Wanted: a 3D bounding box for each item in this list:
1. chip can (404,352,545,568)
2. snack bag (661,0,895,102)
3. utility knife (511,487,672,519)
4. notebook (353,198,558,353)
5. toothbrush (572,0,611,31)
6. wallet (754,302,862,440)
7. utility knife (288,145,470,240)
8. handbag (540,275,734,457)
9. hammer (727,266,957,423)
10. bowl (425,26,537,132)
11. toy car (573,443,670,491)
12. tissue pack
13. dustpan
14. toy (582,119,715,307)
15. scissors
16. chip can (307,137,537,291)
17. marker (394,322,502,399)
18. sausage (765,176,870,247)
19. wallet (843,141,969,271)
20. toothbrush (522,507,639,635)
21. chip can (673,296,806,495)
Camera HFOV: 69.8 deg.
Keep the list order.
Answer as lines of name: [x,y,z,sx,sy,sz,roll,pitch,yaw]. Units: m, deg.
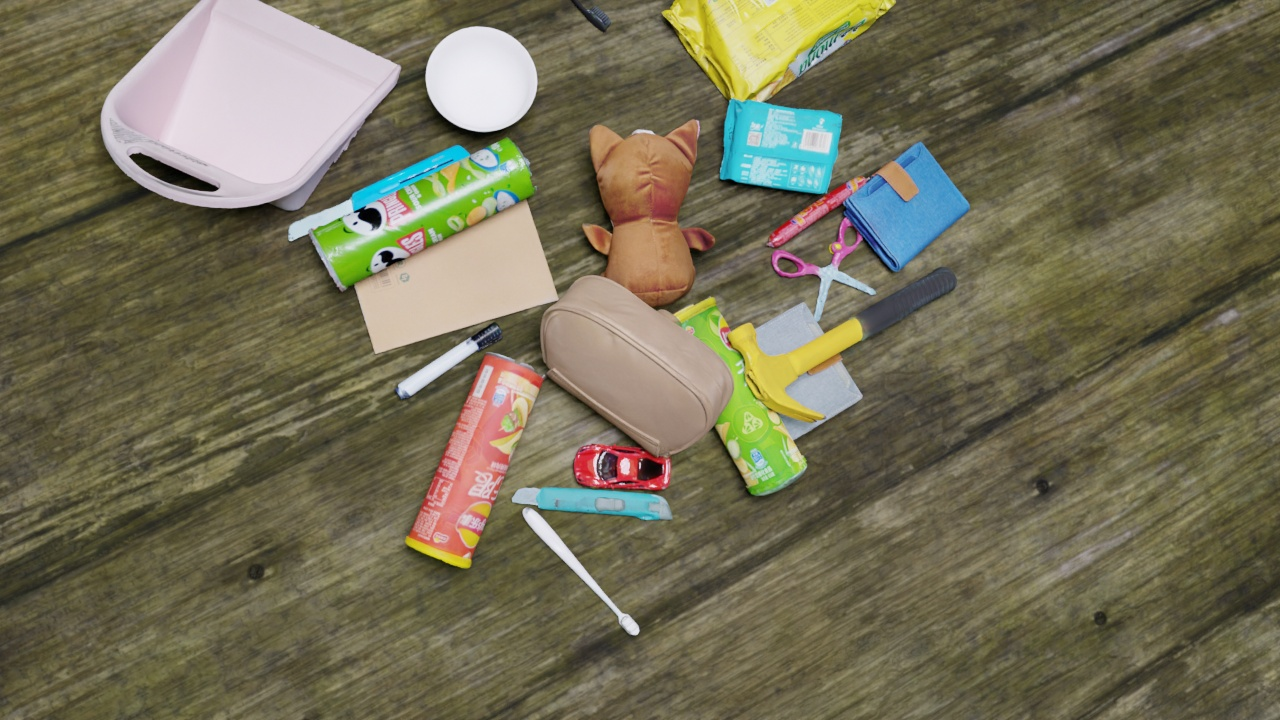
chip can: [-0.171,0.101,0.954,0.073,0.073,0.216,21,80,-5]
snack bag: [0.161,-0.416,1.077,0.246,0.068,0.158,-37,88,-10]
utility knife: [-0.051,0.154,0.993,0.176,0.013,0.029,5,81,-7]
notebook: [-0.211,-0.106,1.010,0.207,0.008,0.147,-18,85,-10]
toothbrush: [-0.103,-0.456,1.073,0.189,0.014,0.017,46,69,0]
wallet: [0.178,0.011,1.035,0.106,0.037,0.129,-29,87,-10]
utility knife: [-0.284,-0.182,1.006,0.218,0.018,0.034,-27,87,-10]
handbag: [-0.006,0.006,0.952,0.204,0.148,0.099,37,49,6]
hammer: [0.239,-0.033,1.017,0.300,0.033,0.129,-28,88,-24]
bowl: [-0.175,-0.297,1.013,0.118,0.065,0.118,1,81,-9]
toy car: [-0.020,0.116,0.995,0.106,0.031,0.049,4,80,-5]
tissue pack: [0.158,-0.243,1.046,0.133,0.050,0.093,6,111,-9]
dustpan: [-0.402,-0.269,0.940,0.222,0.139,0.273,21,80,-4]
toy: [0.007,-0.158,0.996,0.140,0.130,0.200,-8,104,-11]
scissors: [0.216,-0.108,1.068,0.134,0.017,0.133,18,83,-8]
chip can: [-0.228,-0.158,0.974,0.235,0.072,0.072,-29,87,-11]
marker: [-0.206,0.001,0.991,0.130,0.018,0.022,-36,98,-12]
sausage: [0.208,-0.176,1.074,0.155,0.020,0.020,-34,88,-12]
wallet: [0.313,-0.182,1.077,0.132,0.040,0.106,-38,91,-20]
toothbrush: [-0.064,0.225,0.980,0.016,0.016,0.180,-42,89,-14]
chip can: [0.101,0.041,1.001,0.072,0.073,0.221,-29,87,-11]
